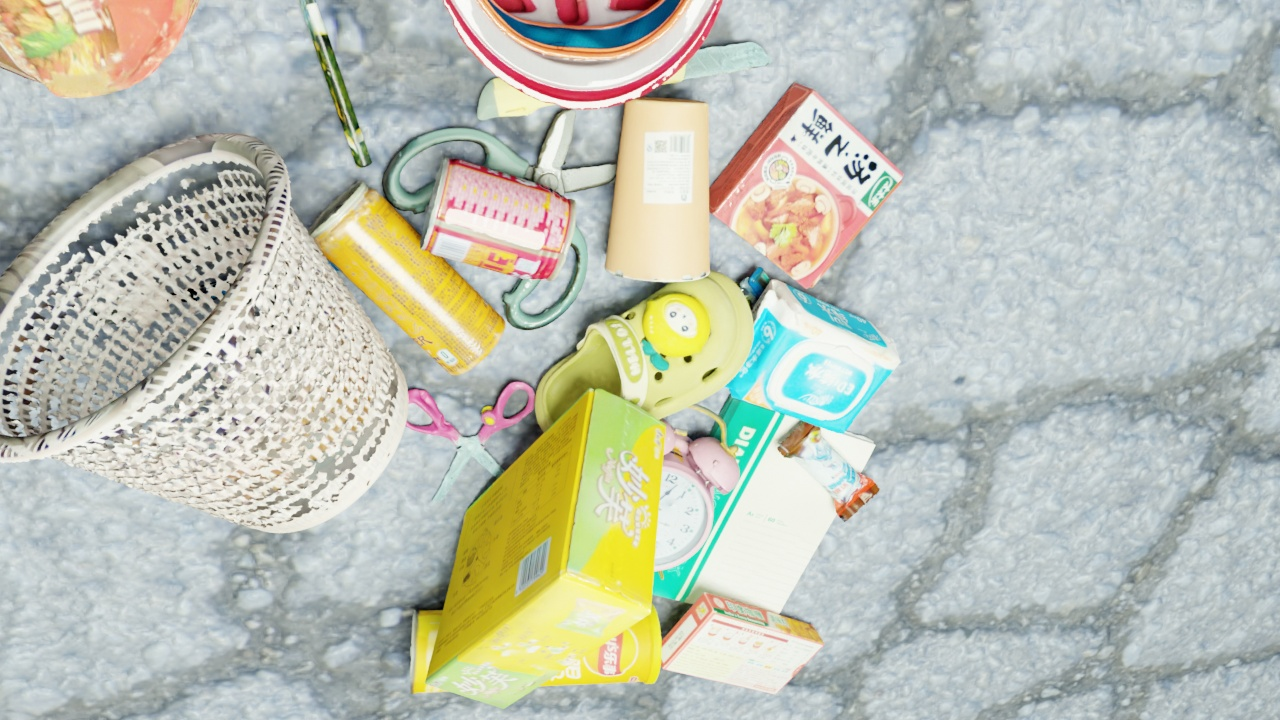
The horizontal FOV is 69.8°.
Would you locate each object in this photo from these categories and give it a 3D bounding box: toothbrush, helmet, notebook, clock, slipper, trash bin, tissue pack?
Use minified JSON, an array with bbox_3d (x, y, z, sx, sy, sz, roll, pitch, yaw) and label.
[{"bbox_3d":[-0.292,-0.051,0.653,0.189,0.016,0.014,-13,120,-8],"label":"toothbrush"},{"bbox_3d":[-0.040,-0.287,0.536,0.207,0.143,0.240,-6,129,-9],"label":"helmet"},{"bbox_3d":[0.102,0.141,0.830,0.150,0.012,0.209,18,109,-19],"label":"notebook"},{"bbox_3d":[0.015,0.103,0.760,0.117,0.059,0.159,23,107,-14],"label":"clock"},{"bbox_3d":[-0.004,0.004,0.688,0.191,0.081,0.091,-33,78,13],"label":"slipper"},{"bbox_3d":[-0.259,0.005,0.579,0.227,0.227,0.192,-32,139,2],"label":"trash bin"},{"bbox_3d":[0.133,0.001,0.735,0.140,0.063,0.090,20,116,-27],"label":"tissue pack"},{"bbox_3d":[-0.210,-0.215,0.596,0.012,0.017,0.186,-17,117,-8],"label":"toothbrush"}]

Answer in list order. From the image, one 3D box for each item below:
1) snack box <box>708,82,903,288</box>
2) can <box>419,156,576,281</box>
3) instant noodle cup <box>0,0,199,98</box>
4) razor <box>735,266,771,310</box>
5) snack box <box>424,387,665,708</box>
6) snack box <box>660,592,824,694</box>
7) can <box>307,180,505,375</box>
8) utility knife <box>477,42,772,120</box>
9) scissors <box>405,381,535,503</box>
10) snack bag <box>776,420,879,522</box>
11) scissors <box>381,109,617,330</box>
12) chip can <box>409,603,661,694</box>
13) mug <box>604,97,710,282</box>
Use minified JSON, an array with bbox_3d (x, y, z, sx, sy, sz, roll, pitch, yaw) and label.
[{"bbox_3d":[0.131,-0.124,0.698,0.127,0.044,0.113,33,103,-24],"label":"snack box"},{"bbox_3d":[-0.097,-0.094,0.628,0.093,0.066,0.067,14,110,-18],"label":"can"},{"bbox_3d":[-0.315,-0.227,0.516,0.138,0.108,0.138,-5,115,-10],"label":"instant noodle cup"},{"bbox_3d":[0.049,-0.019,0.739,0.143,0.022,0.042,-45,144,6],"label":"razor"},{"bbox_3d":[-0.069,0.140,0.670,0.070,0.157,0.211,27,133,-21],"label":"snack box"},{"bbox_3d":[0.094,0.267,0.855,0.155,0.027,0.077,26,111,-35],"label":"snack box"},{"bbox_3d":[-0.164,-0.056,0.655,0.058,0.058,0.146,-40,116,6],"label":"can"},{"bbox_3d":[-0.011,-0.200,0.645,0.213,0.022,0.031,-11,97,-1],"label":"utility knife"},{"bbox_3d":[-0.141,0.063,0.739,0.135,0.017,0.133,27,109,-25],"label":"scissors"},{"bbox_3d":[0.164,0.094,0.799,0.048,0.026,0.104,-44,116,-4],"label":"snack bag"},{"bbox_3d":[-0.106,-0.108,0.668,0.179,0.019,0.170,12,112,-16],"label":"scissors"},{"bbox_3d":[-0.092,0.249,0.802,0.213,0.072,0.072,3,113,-13],"label":"chip can"},{"bbox_3d":[0.015,-0.124,0.658,0.078,0.078,0.123,-2,110,-12],"label":"mug"}]
